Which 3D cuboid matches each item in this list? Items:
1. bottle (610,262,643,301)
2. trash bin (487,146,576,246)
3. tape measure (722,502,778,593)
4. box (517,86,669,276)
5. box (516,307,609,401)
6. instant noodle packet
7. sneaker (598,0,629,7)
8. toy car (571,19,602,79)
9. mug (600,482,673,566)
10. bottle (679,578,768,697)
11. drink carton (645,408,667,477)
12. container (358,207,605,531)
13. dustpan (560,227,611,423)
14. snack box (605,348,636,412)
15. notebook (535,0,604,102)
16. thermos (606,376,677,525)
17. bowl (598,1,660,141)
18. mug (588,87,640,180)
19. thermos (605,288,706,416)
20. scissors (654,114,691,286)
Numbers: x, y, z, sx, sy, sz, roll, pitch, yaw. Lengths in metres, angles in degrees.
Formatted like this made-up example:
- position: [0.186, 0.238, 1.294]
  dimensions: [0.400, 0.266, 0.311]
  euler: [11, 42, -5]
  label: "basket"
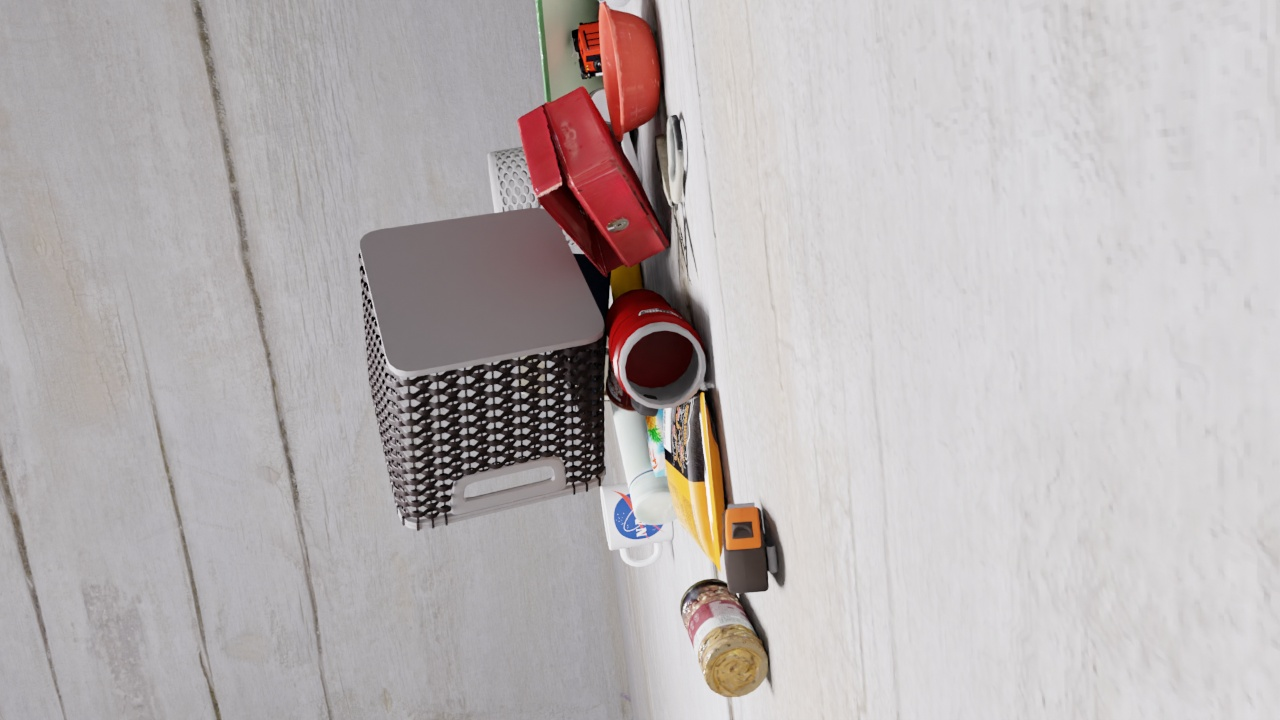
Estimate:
- position: [-0.020, -0.110, 1.226]
  dimensions: [0.043, 0.043, 0.143]
  euler: [-148, 50, -82]
  label: "bottle"
- position: [-0.120, -0.239, 1.321]
  dimensions: [0.156, 0.183, 0.156]
  euler: [170, 91, -84]
  label: "trash bin"
- position: [0.082, 0.142, 0.680]
  dimensions: [0.058, 0.038, 0.058]
  euler: [-52, -45, -79]
  label: "tape measure"
- position: [-0.046, -0.179, 0.933]
  dimensions: [0.157, 0.087, 0.128]
  euler: [45, -161, -54]
  label: "box"
- position: [-0.106, 0.002, 1.391]
  dimensions: [0.105, 0.187, 0.143]
  euler: [129, 140, -61]
  label: "box"
- position: [0.051, 0.106, 0.915]
  dimensions: [0.221, 0.032, 0.160]
  euler: [-169, 73, -83]
  label: "instant noodle packet"
- position: [-0.046, -0.417, 0.860]
  dimensions: [0.236, 0.087, 0.089]
  euler: [101, 160, -71]
  label: "sneaker"
- position: [-0.056, -0.394, 1.151]
  dimensions: [0.049, 0.051, 0.100]
  euler: [85, 174, -53]
  label: "toy car"
- position: [-0.004, 0.234, 1.314]
  dimensions: [0.091, 0.090, 0.121]
  euler: [148, 114, -83]
  label: "mug"
- position: [0.071, 0.239, 0.800]
  dimensions: [0.105, 0.056, 0.056]
  euler: [-121, 24, -73]
  label: "bottle"
- position: [0.026, 0.074, 1.071]
  dimensions: [0.044, 0.038, 0.129]
  euler: [-111, 15, -65]
  label: "drink carton"
- position: [-0.179, 0.001, 1.040]
  dimensions: [0.244, 0.247, 0.245]
  euler: [98, 155, -46]
  label: "container"
- position: [-0.083, -0.061, 1.216]
  dimensions: [0.237, 0.080, 0.272]
  euler: [100, 174, -71]
  label: "dustpan"
- position: [-0.007, 0.007, 1.132]
  dimensions: [0.121, 0.072, 0.072]
  euler: [95, 165, -62]
  label: "snack box"
- position: [-0.090, -0.431, 1.194]
  dimensions: [0.253, 0.010, 0.181]
  euler: [88, -159, -44]
  label: "notebook"
- position: [0.004, 0.102, 1.181]
  dimensions: [0.229, 0.068, 0.068]
  euler: [-103, 8, -45]
  label: "thermos"
- position: [-0.008, -0.281, 0.888]
  dimensions: [0.130, 0.045, 0.130]
  euler: [170, 91, -84]
  label: "bowl"
- position: [-0.038, -0.261, 1.093]
  dimensions: [0.119, 0.084, 0.100]
  euler: [51, 155, 7]
  label: "mug"
- position: [0.008, -0.005, 0.901]
  dimensions: [0.198, 0.084, 0.108]
  euler: [-113, 33, -75]
  label: "thermos"
- position: [0.032, -0.154, 0.846]
  dimensions: [0.158, 0.012, 0.171]
  euler: [88, 171, -52]
  label: "scissors"
